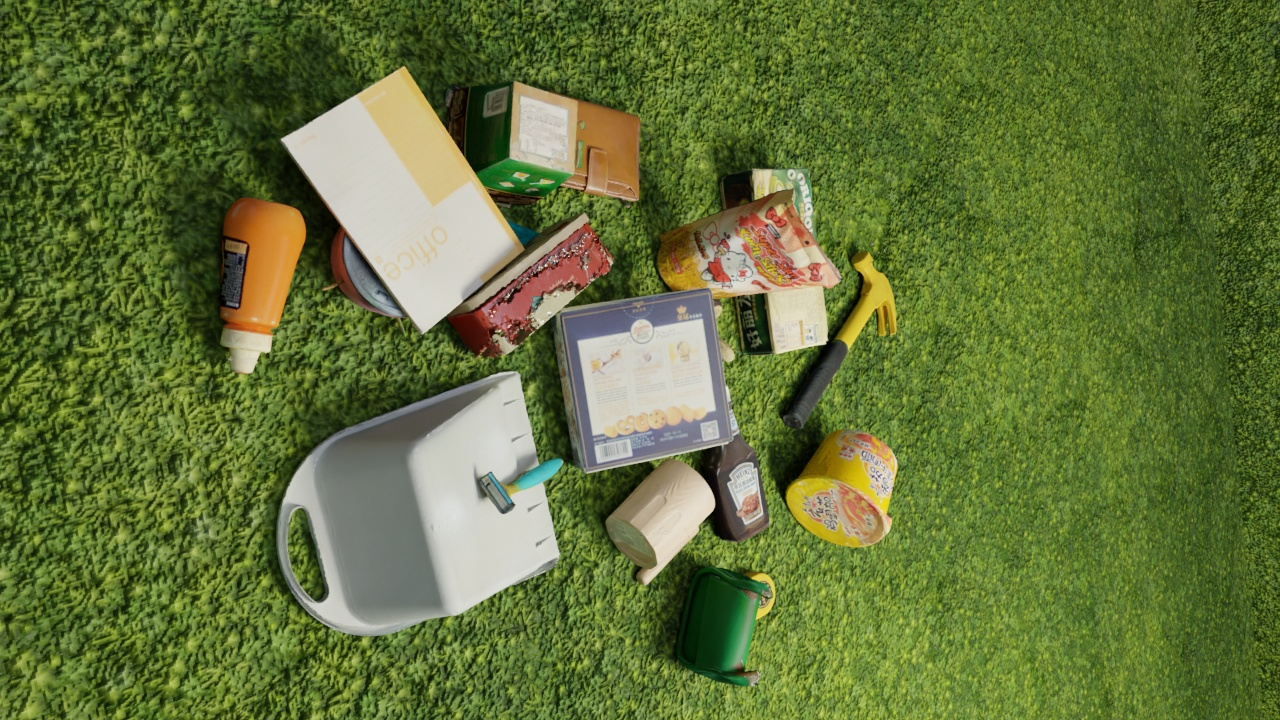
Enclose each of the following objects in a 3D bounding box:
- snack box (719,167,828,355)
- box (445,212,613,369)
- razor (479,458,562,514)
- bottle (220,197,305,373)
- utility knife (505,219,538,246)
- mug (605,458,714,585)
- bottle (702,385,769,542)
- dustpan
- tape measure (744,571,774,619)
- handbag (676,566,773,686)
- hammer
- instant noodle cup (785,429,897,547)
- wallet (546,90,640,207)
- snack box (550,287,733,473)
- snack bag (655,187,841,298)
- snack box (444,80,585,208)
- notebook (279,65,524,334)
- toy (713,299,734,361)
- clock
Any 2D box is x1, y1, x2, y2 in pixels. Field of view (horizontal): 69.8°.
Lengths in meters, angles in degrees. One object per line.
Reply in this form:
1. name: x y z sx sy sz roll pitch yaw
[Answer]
1. snack box: 0.179 -0.131 1.216 0.114 0.063 0.240 -12 96 -40
2. box: -0.109 -0.071 0.945 0.168 0.091 0.080 -43 109 -26
3. razor: -0.117 0.122 0.940 0.043 0.028 0.132 50 24 9
4. bottle: -0.333 -0.062 0.792 0.066 0.067 0.149 10 89 -39
5. utility knife: -0.149 -0.141 0.975 0.151 0.013 0.029 18 83 -38
6. mug: 0.024 0.192 1.073 0.103 0.084 0.125 -40 139 -32
7. bottle: 0.113 0.128 1.164 0.079 0.044 0.195 -19 100 -40
8. dustpan: -0.218 0.148 0.910 0.257 0.143 0.223 -29 109 -68
9. tape measure: 0.147 0.304 1.194 0.057 0.029 0.060 -16 99 -38
10. handbag: 0.106 0.320 1.101 0.068 0.120 0.131 23 76 -31
11. hammer: 0.288 -0.018 1.322 0.129 0.033 0.299 53 58 -24
12. instant noodle cup: 0.282 0.169 1.251 0.138 0.138 0.109 56 49 -24
13. wallet: -0.057 -0.235 1.047 0.130 0.035 0.119 4 80 -39
14. snack box: 0.003 0.019 1.034 0.177 0.046 0.182 -10 95 -16
15. snack bag: 0.120 -0.124 1.073 0.128 0.208 0.073 55 52 -25
16. snack box: -0.128 -0.227 0.936 0.117 0.106 0.118 5 84 -39
17. notebook: -0.211 -0.148 0.848 0.145 0.010 0.206 -45 114 -31
18. toy: 0.060 0.000 1.120 0.105 0.066 0.157 7 86 3
19. clock: -0.229 -0.114 0.878 0.117 0.060 0.158 33 69 -33
